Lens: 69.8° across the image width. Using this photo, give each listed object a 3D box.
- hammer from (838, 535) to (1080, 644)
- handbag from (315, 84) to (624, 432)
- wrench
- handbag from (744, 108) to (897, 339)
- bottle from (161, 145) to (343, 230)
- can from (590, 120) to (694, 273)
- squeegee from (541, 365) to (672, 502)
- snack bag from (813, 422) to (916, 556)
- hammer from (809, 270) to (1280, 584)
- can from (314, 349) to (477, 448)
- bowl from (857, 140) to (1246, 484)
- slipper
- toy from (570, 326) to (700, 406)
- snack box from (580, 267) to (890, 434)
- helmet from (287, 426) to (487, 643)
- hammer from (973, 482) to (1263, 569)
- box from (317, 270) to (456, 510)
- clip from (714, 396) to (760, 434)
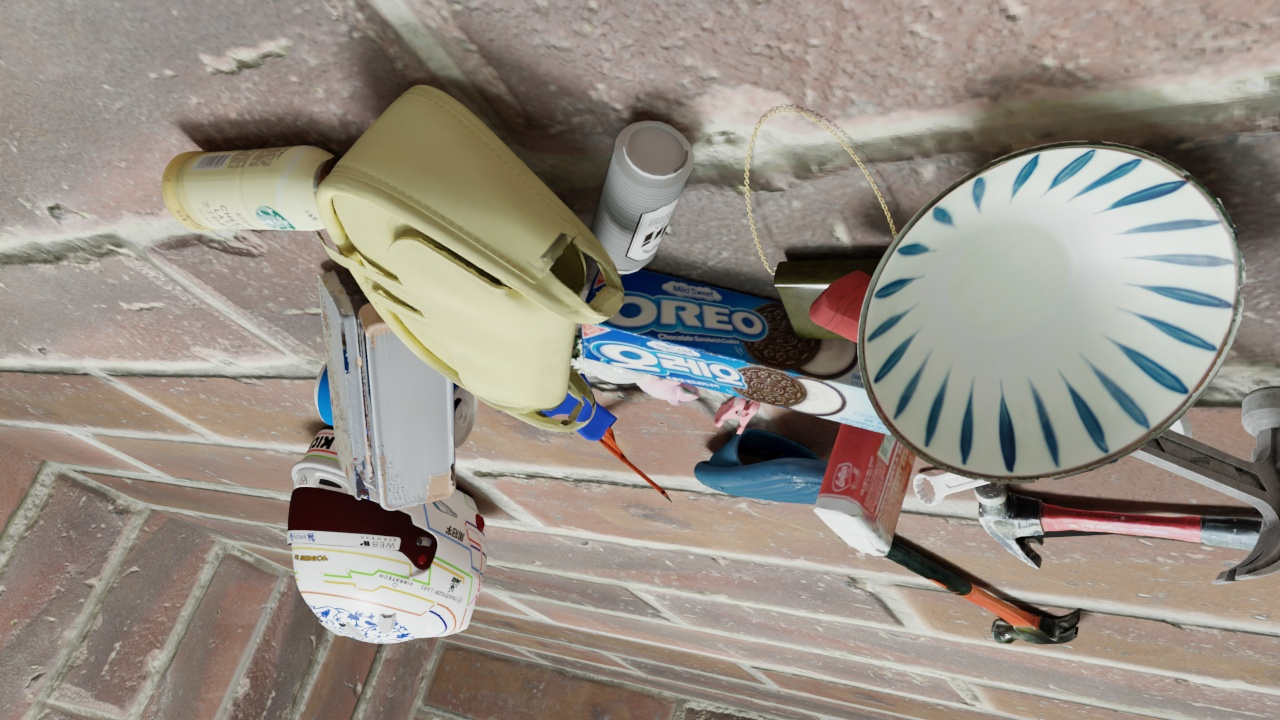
[{"bbox_3d":[0.349,0.249,1.019,0.333,0.033,0.133,28,155,-21],"label":"hammer"},{"bbox_3d":[-0.104,-0.043,0.585,0.191,0.088,0.233,36,157,9],"label":"handbag"},{"bbox_3d":[0.291,0.075,0.690,0.009,0.047,0.274,-15,168,-24],"label":"wrench"},{"bbox_3d":[0.104,-0.075,0.528,0.084,0.027,0.178,1,145,28],"label":"handbag"},{"bbox_3d":[-0.250,-0.117,0.626,0.162,0.056,0.056,4,152,26],"label":"bottle"},{"bbox_3d":[-0.002,-0.091,0.530,0.044,0.043,0.107,19,155,-4],"label":"can"},{"bbox_3d":[-0.074,0.023,0.788,0.185,0.055,0.249,39,175,-21],"label":"squeegee"},{"bbox_3d":[0.172,0.078,0.682,0.036,0.115,0.077,3,152,41],"label":"snack bag"},{"bbox_3d":[0.244,0.027,0.525,0.315,0.126,0.036,22,155,-5],"label":"hammer"},{"bbox_3d":[-0.244,0.039,0.915,0.146,0.078,0.079,11,155,13],"label":"can"},{"bbox_3d":[0.193,-0.030,0.463,0.177,0.070,0.177,1,117,1],"label":"bowl"},{"bbox_3d":[0.124,0.096,0.820,0.103,0.059,0.214,16,169,-19],"label":"slipper"},{"bbox_3d":[-0.004,0.004,0.727,0.109,0.041,0.096,26,168,-5],"label":"toy"},{"bbox_3d":[0.073,-0.009,0.633,0.226,0.059,0.060,15,152,8],"label":"snack box"},{"bbox_3d":[-0.355,0.261,1.256,0.232,0.235,0.314,-8,145,39],"label":"helmet"},{"bbox_3d":[0.443,0.138,0.724,0.327,0.036,0.140,-1,148,33],"label":"hammer"},{"bbox_3d":[-0.224,0.027,0.822,0.105,0.096,0.217,-7,128,-19],"label":"box"},{"bbox_3d":[0.079,0.041,0.780,0.037,0.022,0.059,23,149,-6],"label":"clip"}]
